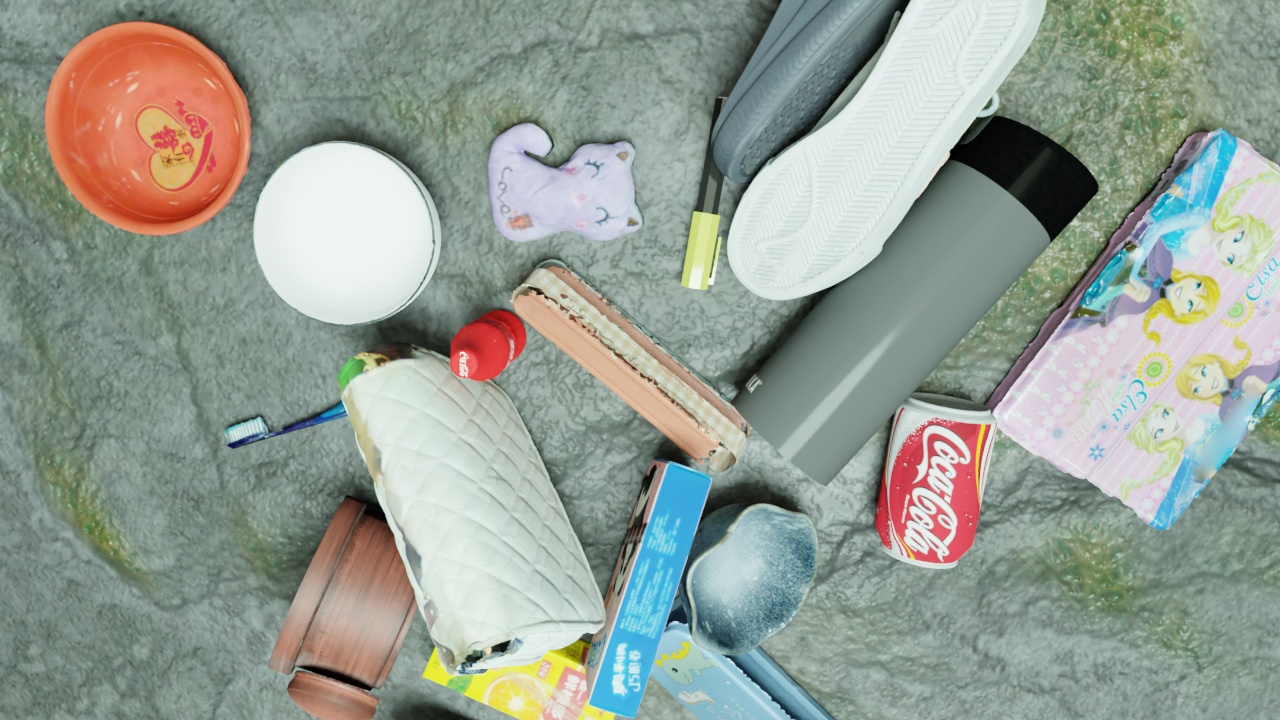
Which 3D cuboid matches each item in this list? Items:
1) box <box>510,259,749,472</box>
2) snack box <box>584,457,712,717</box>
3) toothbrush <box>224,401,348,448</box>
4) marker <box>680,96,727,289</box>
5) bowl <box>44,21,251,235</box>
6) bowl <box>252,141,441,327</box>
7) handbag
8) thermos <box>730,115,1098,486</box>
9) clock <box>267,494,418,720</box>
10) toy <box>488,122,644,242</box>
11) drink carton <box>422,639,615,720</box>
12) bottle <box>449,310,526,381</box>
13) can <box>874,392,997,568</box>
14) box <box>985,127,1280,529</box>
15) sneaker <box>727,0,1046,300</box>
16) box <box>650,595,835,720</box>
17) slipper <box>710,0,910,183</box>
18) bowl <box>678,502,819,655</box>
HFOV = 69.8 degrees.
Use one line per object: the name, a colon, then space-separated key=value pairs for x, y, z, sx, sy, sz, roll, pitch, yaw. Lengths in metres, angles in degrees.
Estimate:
box: x=-0.003 y=0.003 z=0.618 sx=0.188 sy=0.063 sz=0.056 roll=41 pitch=134 yaw=-7
snack box: x=0.002 y=0.140 z=0.591 sx=0.033 sy=0.088 sz=0.154 roll=19 pitch=85 yaw=-3
toothbrush: x=-0.200 y=0.029 z=0.634 sx=0.189 sy=0.016 sz=0.017 roll=-16 pitch=88 yaw=5
marker: x=0.047 y=-0.108 z=0.602 sx=0.021 sy=0.017 sz=0.124 roll=10 pitch=98 yaw=0
bowl: x=-0.307 y=-0.147 z=0.592 sx=0.130 sy=0.045 sz=0.130 roll=0 pitch=100 yaw=2
bowl: x=-0.182 y=-0.081 z=0.590 sx=0.113 sy=0.063 sz=0.113 roll=0 pitch=99 yaw=1
handbag: x=-0.105 y=0.091 z=0.553 sx=0.072 sy=0.138 sz=0.194 roll=-33 pitch=66 yaw=10
thermos: x=0.167 y=-0.037 z=0.577 sx=0.082 sy=0.082 sz=0.240 roll=40 pitch=98 yaw=-5
clock: x=-0.190 y=0.170 z=0.607 sx=0.072 sy=0.120 sz=0.157 roll=23 pitch=91 yaw=-10
toy: x=-0.050 y=-0.115 z=0.594 sx=0.100 sy=0.036 sz=0.080 roll=-5 pitch=100 yaw=4
drink carton: x=-0.078 y=0.218 z=0.647 sx=0.134 sy=0.043 sz=0.058 roll=25 pitch=98 yaw=-3
bottle: x=-0.097 y=-0.008 z=0.571 sx=0.036 sy=0.119 sz=0.036 roll=0 pitch=100 yaw=2
can: x=0.193 y=0.078 z=0.604 sx=0.064 sy=0.064 sz=0.105 roll=8 pitch=100 yaw=0
box: x=0.358 y=-0.011 z=0.600 sx=0.159 sy=0.035 sz=0.230 roll=34 pitch=100 yaw=-3
sneaker: x=0.148 y=-0.130 z=0.549 sx=0.089 sy=0.090 sz=0.243 roll=47 pitch=127 yaw=13
box: x=0.085 y=0.257 z=0.642 sx=0.210 sy=0.059 sz=0.068 roll=45 pitch=100 yaw=-5
slipper: x=0.125 y=-0.228 z=0.546 sx=0.083 sy=0.110 sz=0.268 roll=46 pitch=104 yaw=14
bowl: x=0.063 y=0.137 z=0.614 sx=0.110 sy=0.055 sz=0.110 roll=-12 pitch=115 yaw=-29
